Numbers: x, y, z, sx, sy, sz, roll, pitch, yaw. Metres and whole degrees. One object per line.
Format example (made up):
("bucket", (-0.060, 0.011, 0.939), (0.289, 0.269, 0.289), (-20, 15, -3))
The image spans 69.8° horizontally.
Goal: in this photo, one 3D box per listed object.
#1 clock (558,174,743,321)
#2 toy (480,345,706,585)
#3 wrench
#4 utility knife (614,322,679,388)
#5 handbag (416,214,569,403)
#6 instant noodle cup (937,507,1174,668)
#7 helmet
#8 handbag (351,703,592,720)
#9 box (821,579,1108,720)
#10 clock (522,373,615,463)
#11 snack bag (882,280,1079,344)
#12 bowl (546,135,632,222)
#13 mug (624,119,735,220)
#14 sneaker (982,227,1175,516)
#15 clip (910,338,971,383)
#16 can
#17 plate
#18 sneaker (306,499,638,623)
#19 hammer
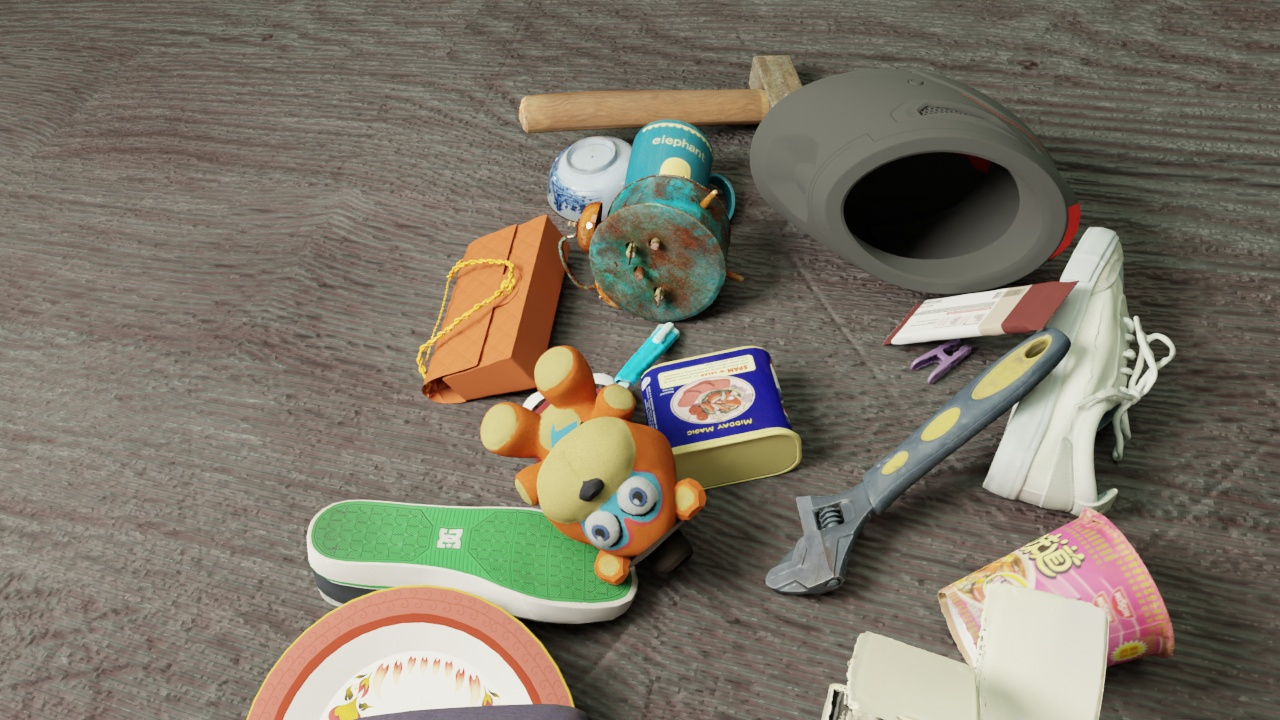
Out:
("clock", (0.002, -0.093, 0.811), (0.158, 0.121, 0.073), (-8, 38, 19))
("toy", (-0.029, 0.078, 0.657), (0.176, 0.096, 0.112), (44, 100, 2))
("wrench", (0.193, 0.071, 0.651), (0.273, 0.022, 0.073), (-40, 38, 3))
("utility knife", (-0.005, 0.004, 0.767), (0.022, 0.015, 0.151), (17, 34, 19))
("handbag", (-0.138, -0.050, 0.840), (0.109, 0.060, 0.171), (-13, 48, 26))
("instant noodle cup", (0.255, 0.159, 0.579), (0.108, 0.098, 0.097), (-23, 50, 3))
("helmet", (0.227, -0.165, 0.791), (0.265, 0.164, 0.169), (9, 38, 7))
("handbag", (-0.105, 0.309, 0.490), (0.205, 0.125, 0.222), (-6, 79, 4))
("box", (0.179, 0.171, 0.498), (0.143, 0.193, 0.106), (11, 73, 13))
("clock", (-0.049, 0.059, 0.750), (0.087, 0.044, 0.124), (-18, 50, -3))
("snack bag", (0.261, -0.035, 0.721), (0.056, 0.013, 0.158), (-44, 17, -24))
("bowl", (-0.048, -0.199, 0.954), (0.114, 0.045, 0.114), (-6, 51, 7))
("mug", (0.038, -0.161, 0.892), (0.112, 0.085, 0.104), (18, 59, -10))
("sneaker", (0.338, 0.008, 0.686), (0.091, 0.089, 0.241), (20, 65, 20))
("clip", (0.249, 0.000, 0.754), (0.051, 0.013, 0.035), (-28, 53, -14))
("can", (0.060, 0.046, 0.730), (0.116, 0.057, 0.092), (-12, 49, 3))
("plate", (-0.148, 0.263, 0.592), (0.230, 0.021, 0.229), (-2, 71, 6))
("sneaker", (-0.122, 0.161, 0.675), (0.235, 0.079, 0.084), (8, 38, -3))
("hammer", (0.026, -0.254, 0.946), (0.300, 0.037, 0.157), (-3, 50, -7))
